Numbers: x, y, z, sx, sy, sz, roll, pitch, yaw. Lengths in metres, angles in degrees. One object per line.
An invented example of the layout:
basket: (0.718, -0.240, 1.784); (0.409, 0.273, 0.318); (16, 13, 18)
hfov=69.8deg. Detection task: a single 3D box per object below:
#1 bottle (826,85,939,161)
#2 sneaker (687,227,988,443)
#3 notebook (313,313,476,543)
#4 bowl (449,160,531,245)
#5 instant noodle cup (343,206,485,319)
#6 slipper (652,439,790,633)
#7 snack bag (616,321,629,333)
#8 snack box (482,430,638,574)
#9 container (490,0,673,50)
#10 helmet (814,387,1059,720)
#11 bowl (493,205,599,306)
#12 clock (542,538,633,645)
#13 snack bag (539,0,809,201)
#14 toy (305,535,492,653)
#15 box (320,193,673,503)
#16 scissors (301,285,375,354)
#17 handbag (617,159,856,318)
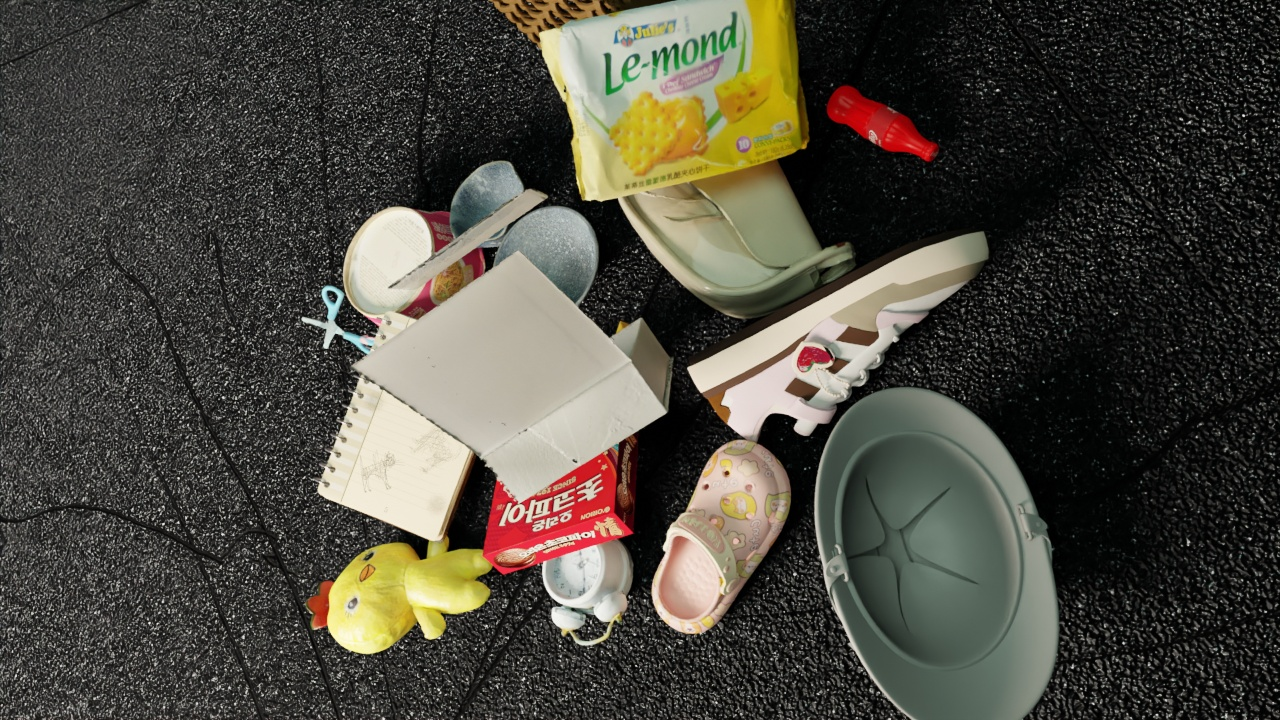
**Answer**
bottle: (0.237, -0.228, 0.893); (0.119, 0.036, 0.036); (40, 97, 29)
sneaker: (0.191, -0.013, 0.839); (0.294, 0.111, 0.116); (-28, 88, 18)
notebook: (-0.258, 0.070, 1.028); (0.167, 0.024, 0.225); (19, 86, 12)
bowl: (-0.168, -0.175, 1.079); (0.111, 0.055, 0.110); (-13, 66, 30)
instant noodle cup: (-0.284, -0.110, 1.115); (0.179, 0.077, 0.178); (-7, 75, 26)
slipper: (0.067, 0.169, 0.854); (0.093, 0.081, 0.197); (29, 100, 26)
snack bag: (-0.006, 0.006, 0.970); (0.020, 0.026, 0.099); (-23, 69, 21)
snack box: (-0.079, 0.133, 0.936); (0.152, 0.036, 0.132); (-22, 39, 22)
container: (-0.001, -0.447, 0.966); (0.214, 0.219, 0.251); (24, 89, 30)
helmet: (0.227, 0.164, 0.764); (0.183, 0.118, 0.271); (-11, 77, -7)
bowl: (-0.093, -0.098, 1.023); (0.137, 0.057, 0.137); (-7, 75, 26)
clock: (-0.052, 0.225, 0.921); (0.083, 0.057, 0.117); (-21, 62, 22)
snack bag: (0.040, -0.250, 0.852); (0.247, 0.068, 0.160); (-15, 111, -10)
toy: (-0.260, 0.256, 1.007); (0.208, 0.092, 0.133); (-20, 36, 15)
box: (-0.098, 0.003, 0.805); (0.167, 0.330, 0.164); (-33, 52, 12)
scissors: (-0.377, -0.049, 1.145); (0.135, 0.130, 0.015); (13, 45, 18)
handbag: (0.081, -0.153, 0.912); (0.184, 0.132, 0.229); (-29, 68, 11)
